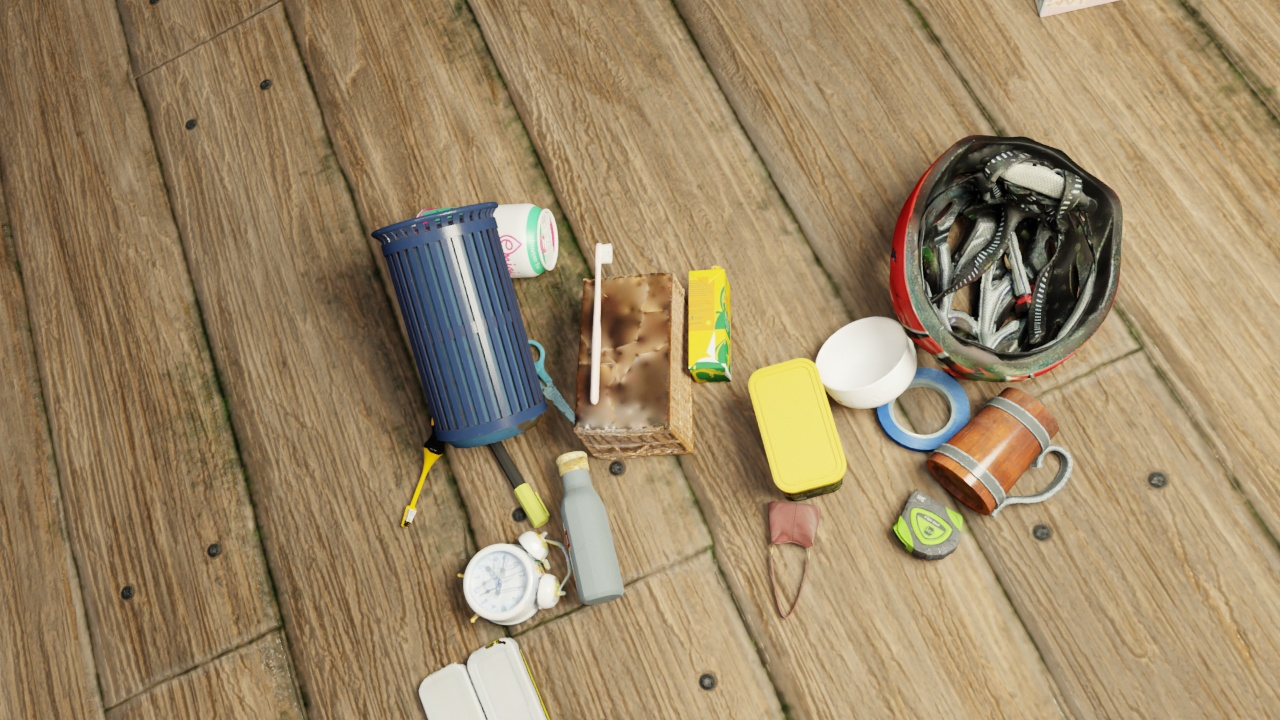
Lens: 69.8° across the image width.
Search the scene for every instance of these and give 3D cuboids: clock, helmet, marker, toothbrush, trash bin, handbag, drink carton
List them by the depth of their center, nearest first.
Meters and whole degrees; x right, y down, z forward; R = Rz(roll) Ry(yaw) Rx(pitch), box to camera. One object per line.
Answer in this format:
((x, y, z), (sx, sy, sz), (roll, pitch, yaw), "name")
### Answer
((0.358, -0.096, 0.929), (0.217, 0.167, 0.271), (23, 70, 3), "helmet")
((0.158, 0.210, 0.967), (0.055, 0.029, 0.119), (4, 80, 12), "handbag")
((-0.042, -0.041, 0.969), (0.018, 0.016, 0.181), (0, 72, 7), "toothbrush")
((-0.136, 0.239, 1.011), (0.125, 0.052, 0.088), (-23, 69, 2), "clock")
((-0.193, -0.036, 1.017), (0.139, 0.139, 0.249), (-13, 98, 9), "trash bin")
((0.079, -0.041, 1.038), (0.041, 0.058, 0.122), (-2, 74, 12), "drink carton")
((-0.142, 0.136, 1.060), (0.021, 0.018, 0.124), (-21, 65, -29), "marker")
((-0.245, 0.104, 1.088), (0.031, 0.031, 0.196), (7, 76, 61), "toothbrush")

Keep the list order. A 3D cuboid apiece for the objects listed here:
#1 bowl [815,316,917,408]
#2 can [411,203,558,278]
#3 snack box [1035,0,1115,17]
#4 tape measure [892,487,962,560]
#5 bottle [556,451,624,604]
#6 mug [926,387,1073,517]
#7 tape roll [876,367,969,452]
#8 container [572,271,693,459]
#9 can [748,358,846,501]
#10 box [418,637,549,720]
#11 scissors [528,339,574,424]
((0.244, 0.008, 0.976), (0.105, 0.054, 0.104), (-26, 36, 20), "bowl")
((-0.190, -0.143, 1.114), (0.166, 0.088, 0.088), (-1, 74, 13), "can")
((0.504, -0.466, 1.053), (0.095, 0.079, 0.093), (-9, 72, 10), "snack box")
((0.294, 0.173, 0.939), (0.065, 0.036, 0.058), (34, 75, 23), "tape measure")
((-0.059, 0.180, 0.998), (0.046, 0.072, 0.161), (-15, 71, 2), "bottle")
((0.370, 0.102, 0.927), (0.111, 0.081, 0.117), (-44, 94, -6), "mug")
((0.301, 0.052, 0.982), (0.093, 0.016, 0.091), (-20, 71, 7), "tape roll")
((-0.006, 0.006, 1.016), (0.114, 0.113, 0.198), (-3, 72, 12), "container")
((0.166, 0.077, 0.961), (0.072, 0.101, 0.130), (-16, 71, 8), "can")
((-0.152, 0.415, 0.979), (0.127, 0.023, 0.209), (-28, 71, 2), "box")
((-0.111, 0.031, 1.089), (0.056, 0.015, 0.137), (-43, 76, 0), "scissors")
